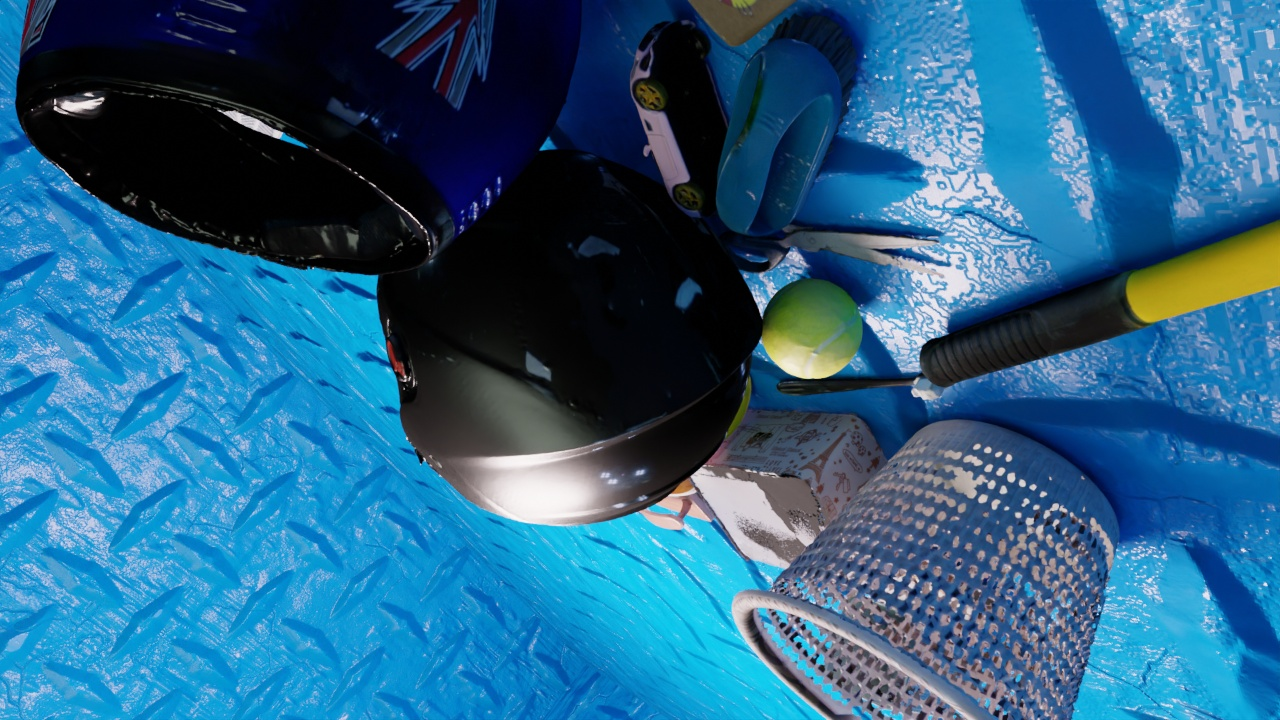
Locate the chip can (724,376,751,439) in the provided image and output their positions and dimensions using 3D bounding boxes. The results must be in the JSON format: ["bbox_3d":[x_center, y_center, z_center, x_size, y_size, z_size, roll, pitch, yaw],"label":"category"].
[{"bbox_3d":[-0.005,0.005,0.829,0.211,0.071,0.071,23,152,38],"label":"chip can"}]

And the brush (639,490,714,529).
[{"bbox_3d":[0.026,0.154,1.062,0.063,0.073,0.146,48,159,-21],"label":"brush"}]

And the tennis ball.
[{"bbox_3d":[0.112,-0.021,0.600,0.065,0.065,0.066,34,157,16],"label":"tennis ball"}]

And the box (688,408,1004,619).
[{"bbox_3d":[0.179,0.157,0.809,0.260,0.105,0.179,55,154,-20],"label":"box"}]

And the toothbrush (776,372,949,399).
[{"bbox_3d":[0.155,0.020,0.676,0.015,0.018,0.181,45,159,-19],"label":"toothbrush"}]

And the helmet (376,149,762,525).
[{"bbox_3d":[-0.048,-0.027,0.619,0.274,0.232,0.231,55,150,2],"label":"helmet"}]

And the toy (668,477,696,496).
[{"bbox_3d":[-0.011,0.080,0.925,0.199,0.130,0.140,25,174,11],"label":"toy"}]

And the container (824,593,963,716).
[{"bbox_3d":[0.256,0.293,0.902,0.111,0.090,0.090,28,169,-38],"label":"container"}]

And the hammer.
[{"bbox_3d":[0.236,-0.029,0.431,0.129,0.032,0.301,44,158,-6],"label":"hammer"}]

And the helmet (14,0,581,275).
[{"bbox_3d":[-0.176,-0.190,0.498,0.316,0.240,0.247,3,159,42],"label":"helmet"}]

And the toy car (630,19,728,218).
[{"bbox_3d":[0.025,-0.138,0.534,0.037,0.056,0.122,15,147,35],"label":"toy car"}]

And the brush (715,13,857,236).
[{"bbox_3d":[0.069,-0.111,0.488,0.055,0.073,0.144,32,157,9],"label":"brush"}]

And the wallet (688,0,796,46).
[{"bbox_3d":[0.047,-0.200,0.415,0.090,0.033,0.115,45,161,-14],"label":"wallet"}]

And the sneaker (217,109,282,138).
[{"bbox_3d":[-0.315,-0.290,0.782,0.089,0.090,0.243,16,145,-19],"label":"sneaker"}]

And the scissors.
[{"bbox_3d":[0.107,-0.074,0.582,0.168,0.014,0.156,36,156,6],"label":"scissors"}]

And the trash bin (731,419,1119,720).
[{"bbox_3d":[0.206,0.156,0.611,0.227,0.191,0.228,34,157,16],"label":"trash bin"}]
